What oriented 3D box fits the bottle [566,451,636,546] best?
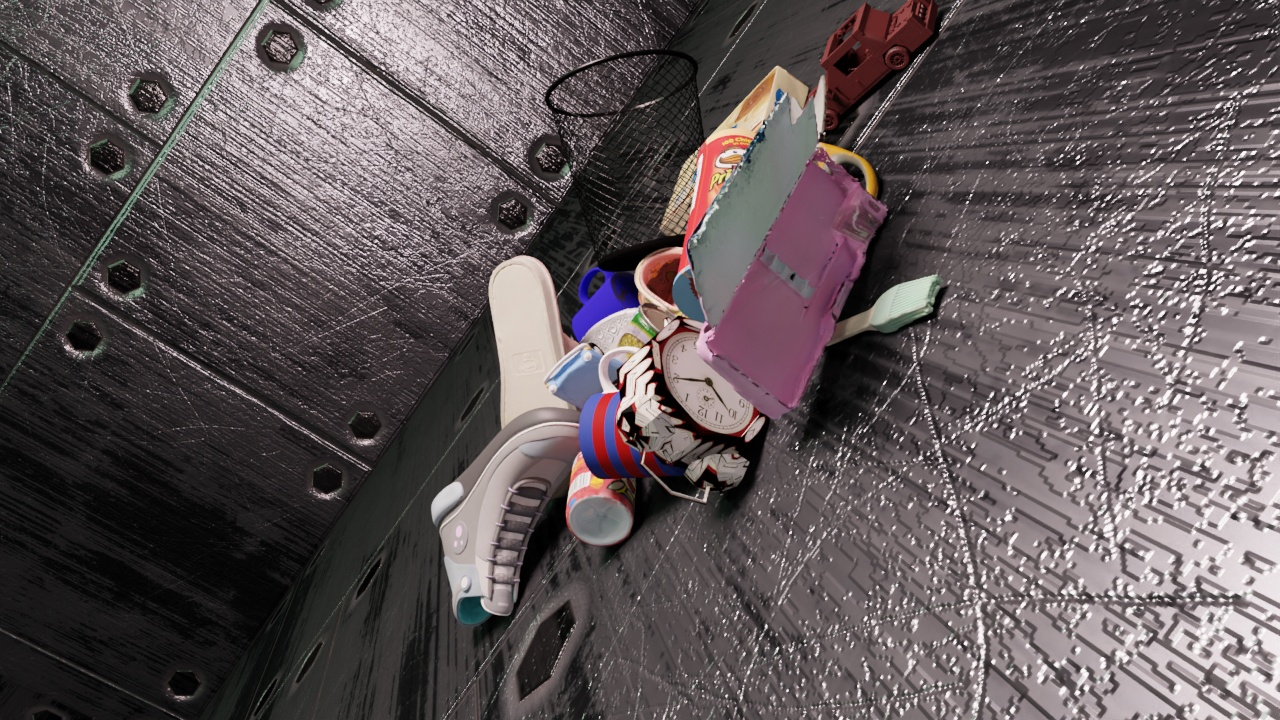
[{"bbox_3d":[-0.034,0.109,0.853,0.062,0.062,0.137,-49,17,23],"label":"bottle"}]

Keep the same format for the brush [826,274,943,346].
[{"bbox_3d":[0.145,-0.020,0.687,0.033,0.012,0.218,-63,15,-24],"label":"brush"}]

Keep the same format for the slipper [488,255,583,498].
[{"bbox_3d":[-0.110,0.020,1.024,0.114,0.274,0.054,-1,10,33],"label":"slipper"}]

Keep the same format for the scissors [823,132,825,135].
[{"bbox_3d":[0.149,-0.175,0.994,0.171,0.021,0.172,-55,11,11],"label":"scissors"}]

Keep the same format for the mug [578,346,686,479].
[{"bbox_3d":[-0.002,0.043,0.777,0.076,0.074,0.112,-7,87,28],"label":"mug"}]

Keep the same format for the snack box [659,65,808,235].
[{"bbox_3d":[0.118,-0.257,1.170,0.208,0.055,0.152,-41,21,41],"label":"snack box"}]

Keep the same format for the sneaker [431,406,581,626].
[{"bbox_3d":[-0.127,0.168,0.948,0.257,0.093,0.160,-42,45,36],"label":"sneaker"}]

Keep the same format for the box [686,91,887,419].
[{"bbox_3d":[0.099,-0.090,0.668,0.062,0.161,0.229,-8,39,42],"label":"box"}]

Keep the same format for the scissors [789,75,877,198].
[{"bbox_3d":[0.169,-0.190,0.855,0.176,0.016,0.224,-12,53,49],"label":"scissors"}]

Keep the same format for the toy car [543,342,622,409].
[{"bbox_3d":[-0.027,0.031,0.876,0.056,0.153,0.054,-42,55,14],"label":"toy car"}]

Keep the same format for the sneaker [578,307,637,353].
[{"bbox_3d":[-0.046,0.007,1.069,0.236,0.089,0.087,-27,1,34],"label":"sneaker"}]

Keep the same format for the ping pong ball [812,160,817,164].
[{"bbox_3d":[0.169,-0.189,0.904,0.040,0.040,0.040,-49,16,20],"label":"ping pong ball"}]

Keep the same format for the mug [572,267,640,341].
[{"bbox_3d":[-0.037,-0.067,1.148,0.079,0.111,0.084,-6,-31,-49],"label":"mug"}]

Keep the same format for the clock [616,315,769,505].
[{"bbox_3d":[0.032,0.044,0.695,0.065,0.114,0.154,-41,23,41],"label":"clock"}]

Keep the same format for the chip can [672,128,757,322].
[{"bbox_3d":[0.087,-0.139,0.929,0.087,0.087,0.212,-40,27,43],"label":"chip can"}]

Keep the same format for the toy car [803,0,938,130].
[{"bbox_3d":[0.224,-0.311,0.953,0.170,0.062,0.070,-38,23,47],"label":"toy car"}]

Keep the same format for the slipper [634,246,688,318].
[{"bbox_3d":[0.037,-0.091,1.025,0.093,0.081,0.197,-55,18,-5],"label":"slipper"}]

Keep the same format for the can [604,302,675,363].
[{"bbox_3d":[-0.006,0.006,0.959,0.121,0.067,0.067,-53,15,23],"label":"can"}]

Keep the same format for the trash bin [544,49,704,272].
[{"bbox_3d":[-0.001,-0.224,1.078,0.184,0.183,0.210,-20,82,65],"label":"trash bin"}]
